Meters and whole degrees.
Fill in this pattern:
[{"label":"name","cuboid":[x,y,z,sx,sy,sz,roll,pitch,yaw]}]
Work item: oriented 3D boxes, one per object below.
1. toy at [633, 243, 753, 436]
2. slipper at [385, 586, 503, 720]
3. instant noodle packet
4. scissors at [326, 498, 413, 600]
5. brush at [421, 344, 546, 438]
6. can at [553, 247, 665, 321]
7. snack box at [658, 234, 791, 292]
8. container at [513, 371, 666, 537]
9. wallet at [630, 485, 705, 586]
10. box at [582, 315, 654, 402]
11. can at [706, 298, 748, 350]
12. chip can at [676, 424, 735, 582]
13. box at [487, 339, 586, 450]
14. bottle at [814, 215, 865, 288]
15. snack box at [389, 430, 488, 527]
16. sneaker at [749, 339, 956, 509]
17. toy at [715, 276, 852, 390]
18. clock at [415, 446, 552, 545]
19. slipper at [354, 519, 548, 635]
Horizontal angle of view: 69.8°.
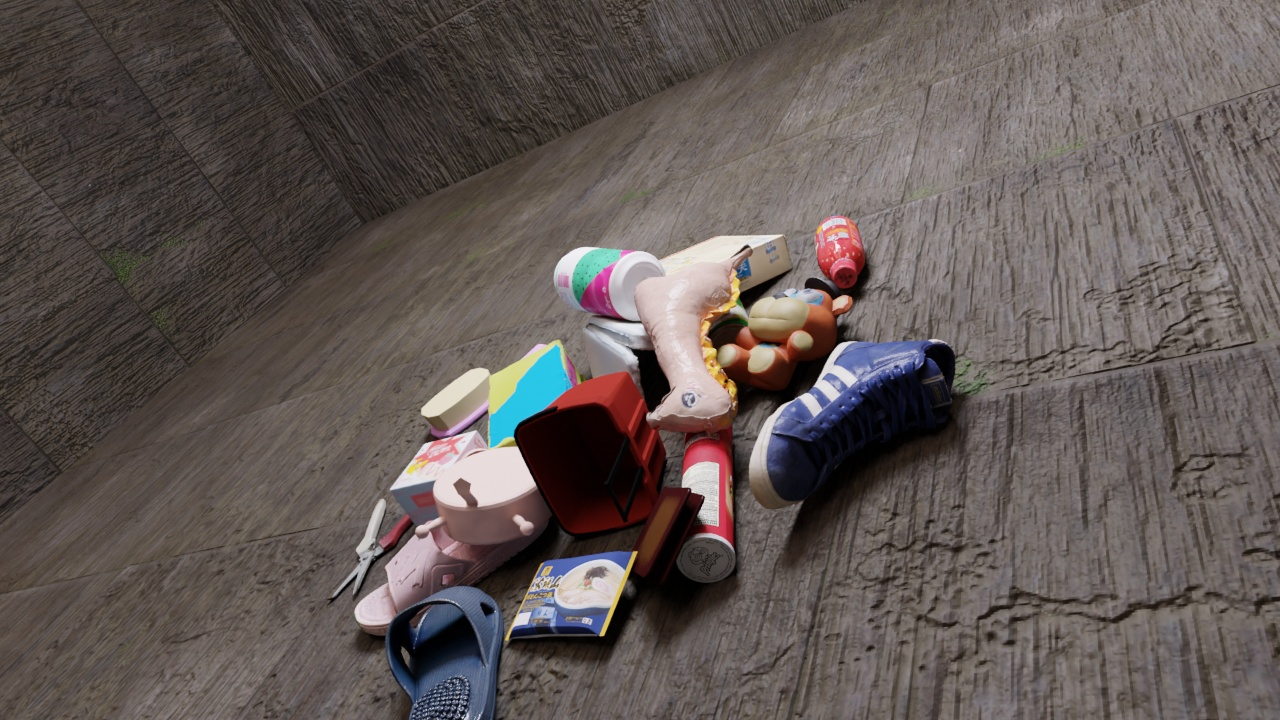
[{"label":"toy","cuboid":[0.073,-0.029,1.007,0.196,0.065,0.264,-24,40,0]},{"label":"slipper","cuboid":[-0.184,0.263,0.845,0.101,0.082,0.263,-27,17,-4]},{"label":"instant noodle packet","cuboid":[-0.066,0.222,0.860,0.135,0.026,0.086,-17,35,40]},{"label":"scissors","cuboid":[-0.336,0.227,1.193,0.196,0.015,0.179,-38,26,-17]},{"label":"brush","cuboid":[-0.239,0.034,1.430,0.228,0.043,0.089,-41,26,-23]},{"label":"can","cuboid":[-0.043,-0.103,1.216,0.088,0.088,0.166,-40,28,-22]},{"label":"snack box","cuboid":[0.085,-0.121,1.294,0.206,0.055,0.153,-25,19,-29]},{"label":"container","cuboid":[-0.050,0.107,0.935,0.127,0.148,0.200,-18,17,23]},{"label":"wallet","cuboid":[0.018,0.158,0.835,0.091,0.018,0.116,-63,7,-11]},{"label":"box","cuboid":[0.002,-0.012,1.178,0.105,0.130,0.211,-13,18,-16]},{"label":"can","cuboid":[0.105,-0.039,1.146,0.067,0.067,0.120,-27,24,8]},{"label":"chip can","cuboid":[0.065,0.122,0.890,0.052,0.052,0.214,-23,24,16]},{"label":"box","cuboid":[-0.130,0.070,1.193,0.124,0.083,0.220,-30,26,3]},{"label":"bottle","cuboid":[0.255,-0.134,1.170,0.062,0.062,0.137,-21,24,19]},{"label":"snack box","cuboid":[-0.239,0.152,1.148,0.093,0.079,0.094,-15,27,30]},{"label":"sneaker","cuboid":[0.206,0.055,0.826,0.119,0.091,0.232,-4,26,41]},{"label":"toy","cuboid":[0.168,-0.030,1.041,0.175,0.096,0.112,-31,21,-31]},{"label":"clock","cuboid":[-0.159,0.136,1.006,0.131,0.086,0.160,-4,16,13]},{"label":"slipper","cuboid":[-0.216,0.216,1.015,0.239,0.064,0.094,-32,23,-7]}]
